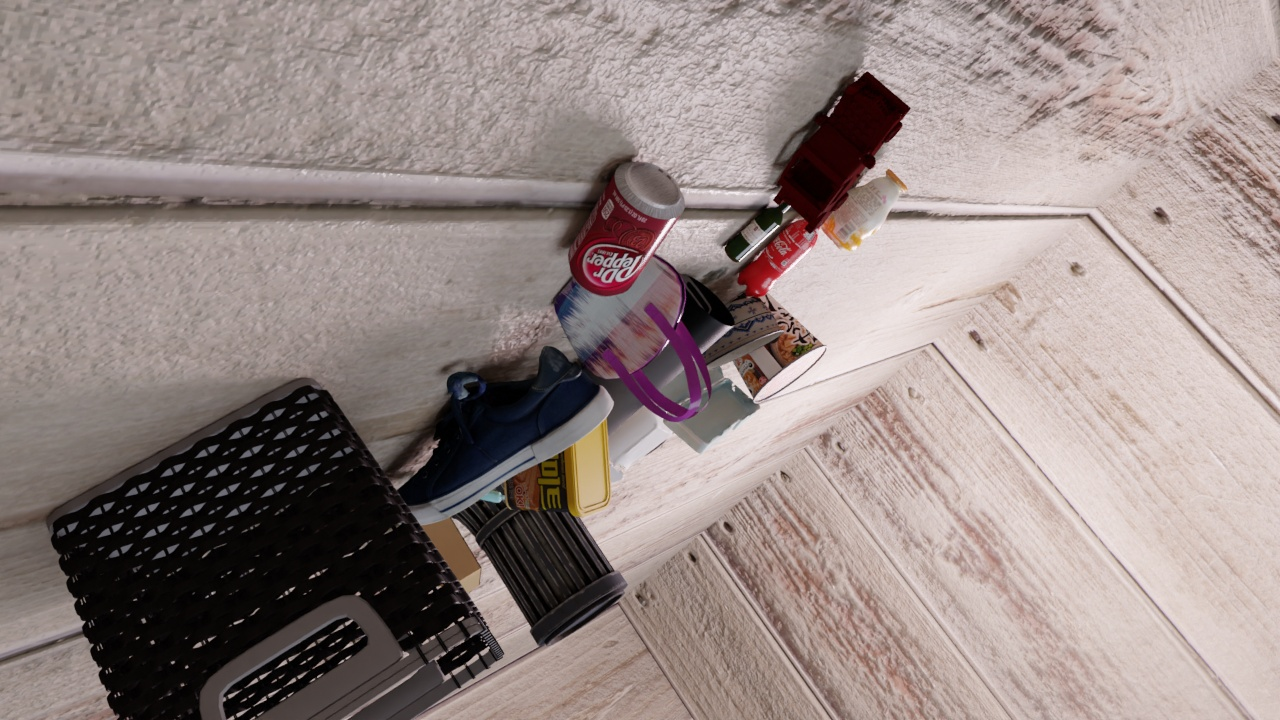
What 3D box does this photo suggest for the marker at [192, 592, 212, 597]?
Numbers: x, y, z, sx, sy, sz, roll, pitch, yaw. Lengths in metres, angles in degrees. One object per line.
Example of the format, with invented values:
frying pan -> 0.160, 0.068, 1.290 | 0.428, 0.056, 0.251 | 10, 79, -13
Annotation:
marker -> -0.451, 0.243, 0.945 | 0.020, 0.020, 0.142 | -20, 157, -43

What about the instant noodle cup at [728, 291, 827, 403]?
instant noodle cup -> 0.168, -0.027, 1.249 | 0.123, 0.121, 0.124 | -32, 163, -11

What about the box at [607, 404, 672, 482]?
box -> -0.028, 0.122, 1.337 | 0.161, 0.091, 0.081 | -38, 144, 16

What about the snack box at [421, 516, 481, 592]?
snack box -> -0.242, 0.218, 1.105 | 0.040, 0.126, 0.088 | -29, 162, -23

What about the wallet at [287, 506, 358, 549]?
wallet -> -0.328, 0.168, 0.972 | 0.120, 0.031, 0.099 | -31, 160, -12

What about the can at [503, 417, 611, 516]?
can -> -0.097, 0.104, 1.027 | 0.101, 0.131, 0.072 | -3, -178, 31

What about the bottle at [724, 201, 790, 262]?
bottle -> 0.138, -0.151, 1.020 | 0.106, 0.025, 0.025 | -42, 163, 21

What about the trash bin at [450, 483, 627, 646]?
trash bin -> -0.134, 0.247, 1.218 | 0.164, 0.227, 0.164 | -33, 163, -11

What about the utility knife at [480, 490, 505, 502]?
utility knife -> -0.181, 0.157, 1.067 | 0.168, 0.015, 0.022 | 15, 136, -10

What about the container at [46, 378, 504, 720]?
container -> -0.286, 0.198, 0.752 | 0.247, 0.243, 0.246 | -31, 163, -16

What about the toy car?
toy car -> 0.189, -0.198, 0.911 | 0.061, 0.070, 0.170 | -39, 168, -37

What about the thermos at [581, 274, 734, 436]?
thermos -> -0.006, 0.006, 1.066 | 0.241, 0.082, 0.082 | -42, 162, 21

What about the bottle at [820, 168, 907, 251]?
bottle -> 0.277, -0.187, 1.135 | 0.109, 0.063, 0.063 | -42, 162, 18

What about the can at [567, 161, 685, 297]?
can -> -0.014, -0.108, 0.769 | 0.063, 0.063, 0.114 | -21, 158, -41

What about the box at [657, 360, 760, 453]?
box -> 0.077, 0.044, 1.196 | 0.043, 0.136, 0.196 | -43, 171, 27

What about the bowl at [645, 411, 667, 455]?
bowl -> 0.006, 0.117, 1.448 | 0.124, 0.052, 0.124 | -32, 163, -11

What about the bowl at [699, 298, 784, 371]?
bowl -> 0.115, -0.037, 1.146 | 0.115, 0.059, 0.115 | -24, 172, -4

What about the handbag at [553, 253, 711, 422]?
handbag -> 0.003, -0.017, 0.864 | 0.145, 0.170, 0.067 | -46, 161, 31

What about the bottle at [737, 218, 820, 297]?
bottle -> 0.176, -0.132, 1.118 | 0.142, 0.042, 0.041 | -45, 161, 29

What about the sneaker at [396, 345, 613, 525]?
sneaker -> -0.176, 0.072, 0.944 | 0.295, 0.127, 0.120 | -32, -167, 26
